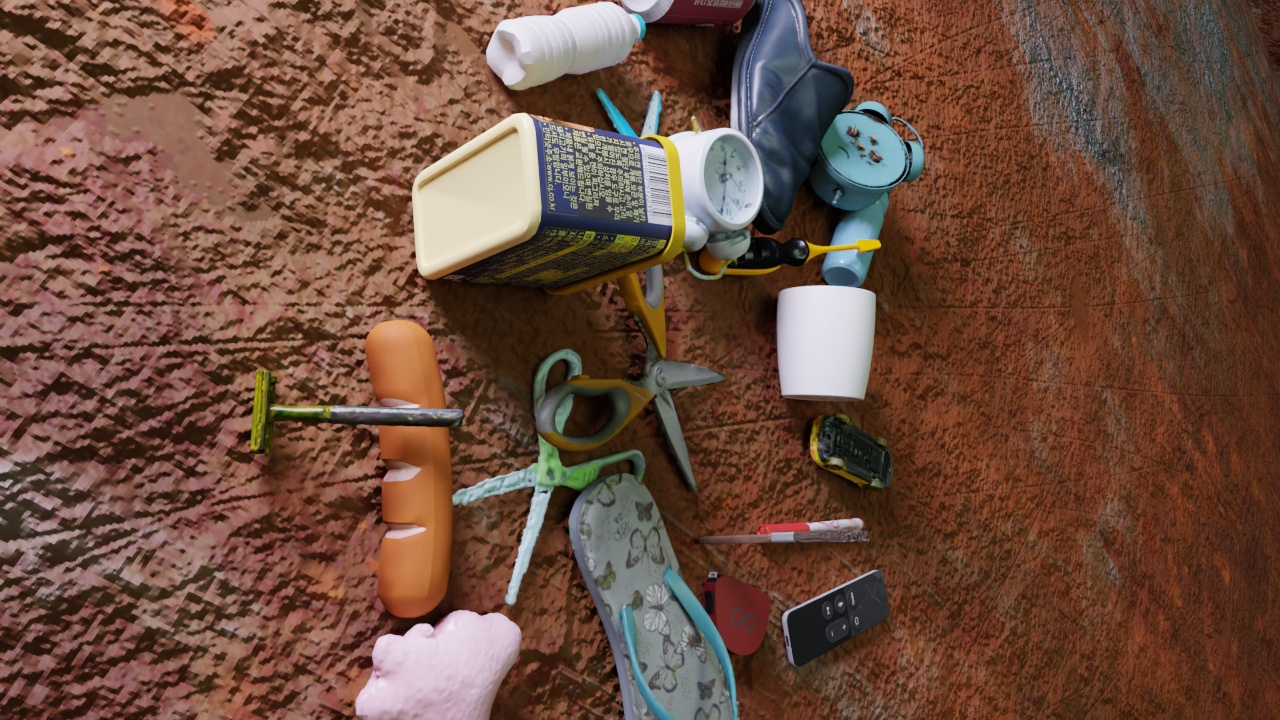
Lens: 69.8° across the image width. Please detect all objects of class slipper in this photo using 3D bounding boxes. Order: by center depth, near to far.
[{"bbox_3d":[0.027,0.202,0.620,0.098,0.055,0.269,-23,100,-46],"label":"slipper"},{"bbox_3d":[0.135,-0.236,0.773,0.109,0.084,0.265,40,54,-56],"label":"slipper"}]

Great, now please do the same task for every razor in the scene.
[{"bbox_3d":[-0.147,0.029,0.481,0.106,0.026,0.042,3,77,-13],"label":"razor"}]

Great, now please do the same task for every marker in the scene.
[{"bbox_3d":[0.148,0.142,0.780,0.142,0.013,0.012,6,78,-43],"label":"marker"}]

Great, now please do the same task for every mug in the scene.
[{"bbox_3d":[0.158,-0.010,0.783,0.114,0.081,0.087,22,71,-73],"label":"mug"}]

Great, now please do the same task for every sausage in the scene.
[{"bbox_3d":[-0.128,0.059,0.513,0.044,0.039,0.164,0,82,-38],"label":"sausage"}]

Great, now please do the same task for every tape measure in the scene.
[{"bbox_3d":[0.068,0.192,0.690,0.059,0.019,0.051,32,63,-27],"label":"tape measure"}]

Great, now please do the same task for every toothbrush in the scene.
[{"bbox_3d":[0.131,-0.091,0.774,0.196,0.031,0.031,-9,73,-31],"label":"toothbrush"}]

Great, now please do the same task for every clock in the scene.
[{"bbox_3d":[0.049,-0.119,0.691,0.083,0.057,0.117,3,89,-43],"label":"clock"},{"bbox_3d":[0.207,-0.188,0.842,0.124,0.053,0.090,-27,74,-25],"label":"clock"}]

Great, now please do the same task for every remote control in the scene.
[{"bbox_3d":[0.171,0.219,0.789,0.146,0.008,0.045,-8,87,-44],"label":"remote control"}]

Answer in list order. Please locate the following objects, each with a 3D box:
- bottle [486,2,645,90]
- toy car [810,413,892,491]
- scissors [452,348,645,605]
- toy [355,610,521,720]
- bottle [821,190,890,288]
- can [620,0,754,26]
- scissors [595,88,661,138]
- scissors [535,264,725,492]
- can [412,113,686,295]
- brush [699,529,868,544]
[{"bbox_3d":[-0.046,-0.223,0.641,0.135,0.044,0.044,-32,104,-42],"label":"bottle"},{"bbox_3d":[0.189,0.084,0.817,0.107,0.030,0.049,29,62,-34],"label":"toy car"},{"bbox_3d":[-0.063,0.068,0.596,0.171,0.024,0.165,-7,92,-47],"label":"scissors"},{"bbox_3d":[-0.112,0.182,0.497,0.093,0.050,0.102,30,66,-39],"label":"toy"},{"bbox_3d":[0.206,-0.126,0.866,0.040,0.040,0.129,43,56,-29],"label":"bottle"},{"bbox_3d":[0.039,-0.298,0.722,0.113,0.063,0.063,-18,95,-44],"label":"can"},{"bbox_3d":[0.001,-0.144,0.695,0.134,0.011,0.139,53,52,-26],"label":"scissors"},{"bbox_3d":[-0.003,0.003,0.639,0.229,0.016,0.225,-34,112,-51],"label":"scissors"},{"bbox_3d":[-0.058,-0.088,0.543,0.104,0.135,0.075,0,82,-41],"label":"can"},{"bbox_3d":[0.088,0.123,0.635,0.045,0.143,0.008,7,76,-34],"label":"brush"}]
